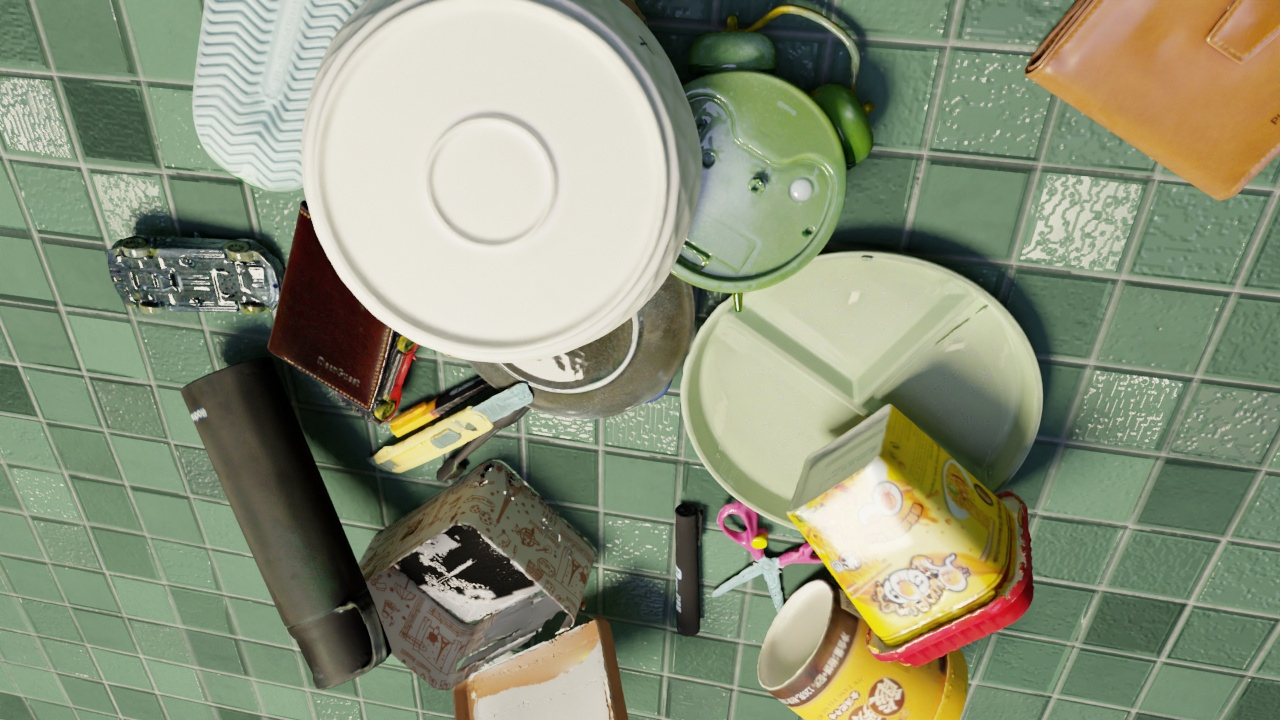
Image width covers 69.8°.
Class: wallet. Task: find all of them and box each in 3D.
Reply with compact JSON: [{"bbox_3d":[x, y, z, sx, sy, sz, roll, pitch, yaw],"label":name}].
[{"bbox_3d":[-0.208,-0.036,0.634,0.096,0.020,0.122,32,119,14],"label":"wallet"},{"bbox_3d":[0.283,-0.158,0.453,0.130,0.035,0.119,29,130,-7],"label":"wallet"}]

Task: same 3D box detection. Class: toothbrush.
[{"bbox_3d":[-0.092,0.032,0.670,0.213,0.027,0.026,-44,61,33],"label":"toothbrush"}]

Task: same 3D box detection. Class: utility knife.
[{"bbox_3d":[-0.142,0.052,0.679,0.031,0.021,0.209,36,134,-28],"label":"utility knife"}]

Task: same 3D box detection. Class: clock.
[{"bbox_3d":[0.059,-0.114,0.504,0.116,0.056,0.161,30,105,-9],"label":"clock"}]

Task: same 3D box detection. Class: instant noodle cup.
[{"bbox_3d":[0.166,0.105,0.577,0.123,0.115,0.116,47,122,-5],"label":"instant noodle cup"},{"bbox_3d":[0.160,0.232,0.687,0.114,0.118,0.119,34,124,-7],"label":"instant noodle cup"}]

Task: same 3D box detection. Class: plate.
[{"bbox_3d":[-0.054,-0.032,0.585,0.179,0.024,0.180,8,124,11],"label":"plate"},{"bbox_3d":[-0.072,-0.091,0.457,0.205,0.045,0.205,0,110,0],"label":"plate"},{"bbox_3d":[0.142,0.027,0.609,0.230,0.027,0.231,7,124,10],"label":"plate"}]

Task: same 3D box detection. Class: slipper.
[{"bbox_3d":[-0.174,-0.211,0.496,0.104,0.074,0.246,19,108,-7],"label":"slipper"}]

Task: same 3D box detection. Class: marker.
[{"bbox_3d":[-0.140,0.028,0.682,0.124,0.018,0.015,-26,118,25],"label":"marker"},{"bbox_3d":[0.039,0.169,0.732,0.022,0.020,0.132,-2,122,0],"label":"marker"}]

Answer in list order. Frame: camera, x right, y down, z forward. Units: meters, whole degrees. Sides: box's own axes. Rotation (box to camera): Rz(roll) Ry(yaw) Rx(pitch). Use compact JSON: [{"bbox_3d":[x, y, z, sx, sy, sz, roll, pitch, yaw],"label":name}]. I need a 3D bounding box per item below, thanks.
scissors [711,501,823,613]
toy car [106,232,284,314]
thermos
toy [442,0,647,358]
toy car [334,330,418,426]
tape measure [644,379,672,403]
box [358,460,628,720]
[{"bbox_3d":[0.106,0.155,0.710,0.132,0.017,0.133,-10,124,16],"label":"scissors"},{"bbox_3d":[-0.315,-0.062,0.654,0.120,0.036,0.054,2,123,0],"label":"toy car"},{"bbox_3d":[-0.252,0.117,0.679,0.090,0.068,0.242,-24,90,38],"label":"thermos"},{"bbox_3d":[-0.088,-0.117,0.510,0.143,0.082,0.226,25,107,13],"label":"toy"},{"bbox_3d":[-0.186,-0.004,0.660,0.049,0.031,0.106,32,119,13],"label":"toy car"},{"bbox_3d":[-0.004,0.004,0.629,0.054,0.025,0.058,30,128,-9],"label":"tape measure"},{"bbox_3d":[-0.114,0.230,0.737,0.180,0.132,0.271,-33,82,29],"label":"box"}]
